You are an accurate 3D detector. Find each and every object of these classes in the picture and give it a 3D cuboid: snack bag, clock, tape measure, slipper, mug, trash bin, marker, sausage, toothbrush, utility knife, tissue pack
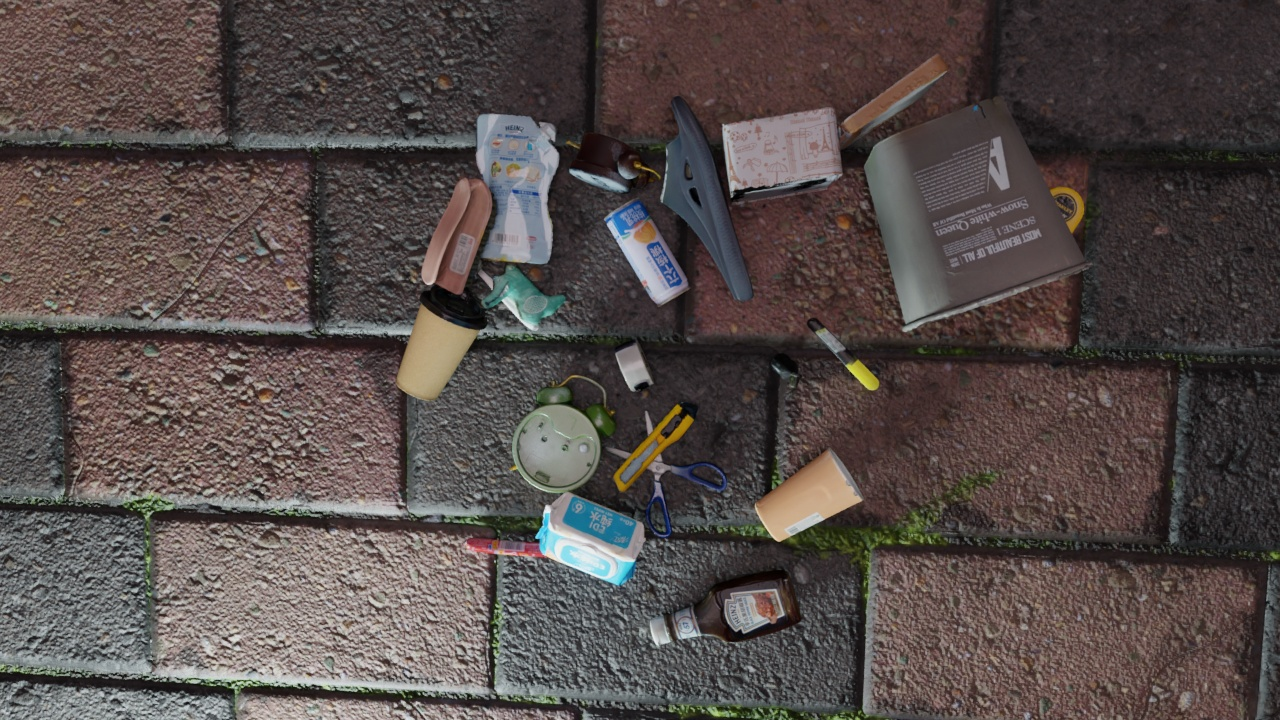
[{"bbox_3d":[-0.164,-0.223,1.195,0.110,0.038,0.191,5,95,15],"label":"snack bag"},{"bbox_3d":[-0.033,-0.245,1.158,0.122,0.082,0.055,19,90,17],"label":"clock"},{"bbox_3d":[-0.099,0.096,1.206,0.116,0.056,0.161,27,96,2],"label":"clock"},{"bbox_3d":[0.520,-0.187,1.144,0.060,0.029,0.057,31,97,2],"label":"tape measure"},{"bbox_3d":[0.069,-0.194,1.145,0.083,0.110,0.268,-18,96,9],"label":"slipper"},{"bbox_3d":[-0.007,0.007,1.186,0.033,0.066,0.066,-23,92,5],"label":"tape measure"},{"bbox_3d":[0.214,0.178,1.179,0.123,0.078,0.078,-35,91,11],"label":"mug"},{"bbox_3d":[0.379,-0.168,1.083,0.199,0.198,0.219,-19,87,6],"label":"trash bin"},{"bbox_3d":[0.262,-0.009,1.189,0.018,0.015,0.124,-44,87,6],"label":"marker"},{"bbox_3d":[-0.166,0.254,1.242,0.156,0.020,0.020,3,95,5],"label":"sausage"},{"bbox_3d":[-0.201,-0.104,1.218,0.180,0.016,0.016,45,100,0],"label":"toothbrush"},{"bbox_3d":[0.020,0.113,1.207,0.033,0.015,0.154,42,96,7],"label":"utility knife"},{"bbox_3d":[0.176,0.012,1.096,0.026,0.212,0.027,16,96,3],"label":"toothbrush"},{"bbox_3d":[-0.065,0.234,1.193,0.140,0.063,0.090,22,139,2],"label":"tissue pack"}]

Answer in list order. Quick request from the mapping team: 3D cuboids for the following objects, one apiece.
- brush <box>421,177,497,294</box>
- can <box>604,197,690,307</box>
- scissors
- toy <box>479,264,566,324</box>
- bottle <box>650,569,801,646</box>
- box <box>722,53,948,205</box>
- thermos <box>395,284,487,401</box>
[{"bbox_3d":[-0.229,-0.161,1.162,0.063,0.073,0.146,29,104,22],"label":"brush"},{"bbox_3d":[0.010,-0.138,1.179,0.053,0.053,0.134,-31,91,6],"label":"can"},{"bbox_3d":[0.034,0.152,1.221,0.162,0.012,0.176,-1,93,6],"label":"scissors"},{"bbox_3d":[-0.160,-0.084,1.204,0.096,0.030,0.092,-39,82,-23],"label":"toy"},{"bbox_3d":[0.110,0.335,1.214,0.195,0.044,0.080,-17,92,7],"label":"bottle"},{"bbox_3d":[0.224,-0.265,1.089,0.272,0.177,0.106,-21,92,7],"label":"box"},{"bbox_3d":[-0.264,-0.023,1.199,0.093,0.093,0.143,29,105,2],"label":"thermos"}]
